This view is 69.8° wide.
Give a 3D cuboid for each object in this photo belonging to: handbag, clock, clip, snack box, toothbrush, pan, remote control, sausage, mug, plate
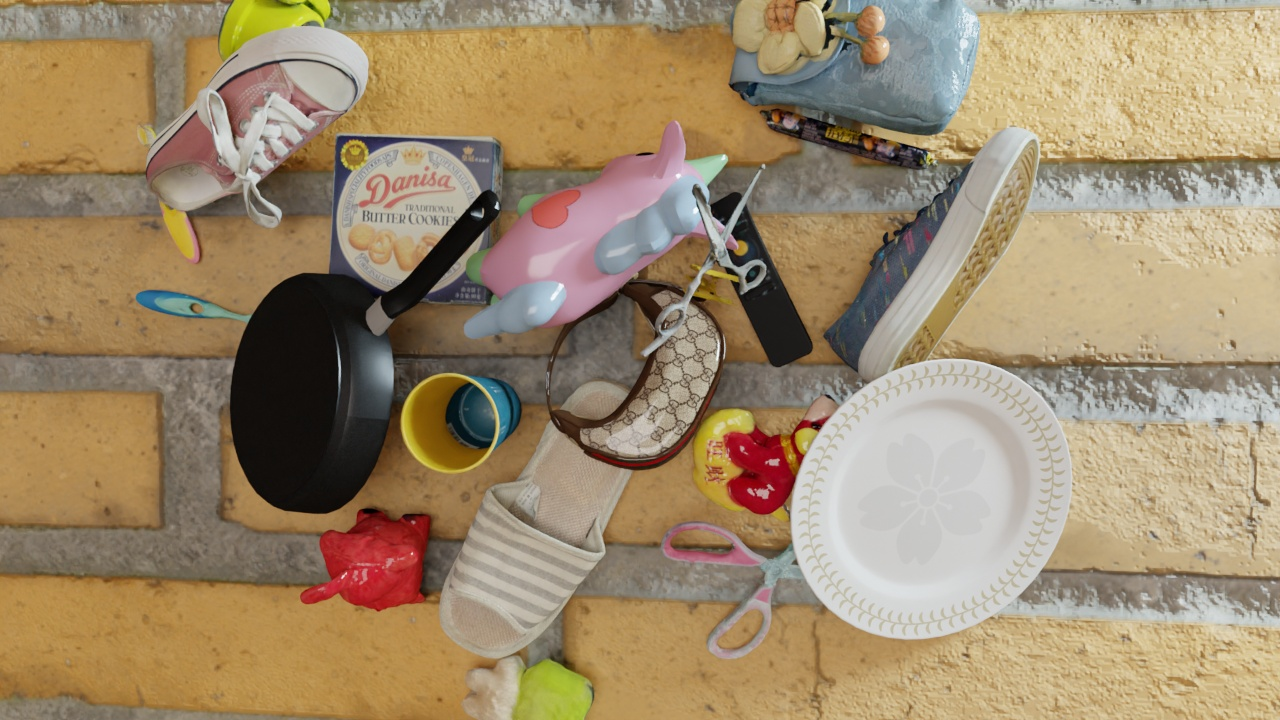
[{"bbox_3d":[-0.005,0.004,0.766,0.138,0.063,0.166,26,76,6],"label":"handbag"},{"bbox_3d":[-0.311,-0.291,0.790,0.057,0.083,0.119,31,98,-1],"label":"clock"},{"bbox_3d":[0.056,-0.064,0.774,0.054,0.048,0.045,8,76,-33],"label":"clip"},{"bbox_3d":[0.166,-0.249,0.722,0.192,0.118,0.122,18,94,11],"label":"handbag"},{"bbox_3d":[-0.196,-0.123,0.804,0.144,0.042,0.145,3,93,7],"label":"snack box"},{"bbox_3d":[-0.402,-0.047,0.845,0.135,0.017,0.022,11,94,8],"label":"toothbrush"},{"bbox_3d":[-0.231,-0.017,0.729,0.357,0.044,0.204,-40,61,30],"label":"pan"},{"bbox_3d":[0.100,-0.069,0.783,0.041,0.020,0.152,-26,89,28],"label":"remote control"},{"bbox_3d":[0.174,-0.186,0.772,0.155,0.020,0.020,17,94,5],"label":"sausage"},{"bbox_3d":[-0.141,0.047,0.765,0.078,0.121,0.078,0,92,6],"label":"mug"},{"bbox_3d":[-0.434,-0.153,0.842,0.021,0.016,0.135,-21,90,6],"label":"toothbrush"},{"bbox_3d":[0.237,0.115,0.752,0.242,0.016,0.243,-2,104,-9],"label":"plate"}]

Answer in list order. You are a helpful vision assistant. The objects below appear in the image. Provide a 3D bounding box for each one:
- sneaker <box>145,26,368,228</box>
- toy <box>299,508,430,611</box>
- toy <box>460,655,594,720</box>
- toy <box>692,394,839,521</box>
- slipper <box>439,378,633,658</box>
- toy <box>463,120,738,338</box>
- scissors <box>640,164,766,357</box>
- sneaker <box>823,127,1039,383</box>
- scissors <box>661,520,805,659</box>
[{"bbox_3d":[-0.327,-0.185,0.767,0.242,0.118,0.087,-27,53,22],"label":"sneaker"},{"bbox_3d":[-0.230,0.190,0.783,0.088,0.132,0.094,8,102,16],"label":"toy"},{"bbox_3d":[-0.102,0.306,0.811,0.118,0.043,0.092,11,96,9],"label":"toy"},{"bbox_3d":[0.110,0.085,0.772,0.137,0.067,0.105,-15,98,15],"label":"toy"},{"bbox_3d":[-0.082,0.139,0.799,0.114,0.054,0.273,33,93,-2],"label":"slipper"},{"bbox_3d":[-0.038,-0.092,0.727,0.221,0.171,0.120,-52,127,-28],"label":"toy"},{"bbox_3d":[0.052,-0.072,0.711,0.175,0.141,0.014,-53,53,8],"label":"scissors"},{"bbox_3d":[0.236,-0.087,0.751,0.079,0.087,0.235,35,95,34],"label":"sneaker"},{"bbox_3d":[0.100,0.193,0.784,0.170,0.014,0.169,6,107,3],"label":"scissors"}]
